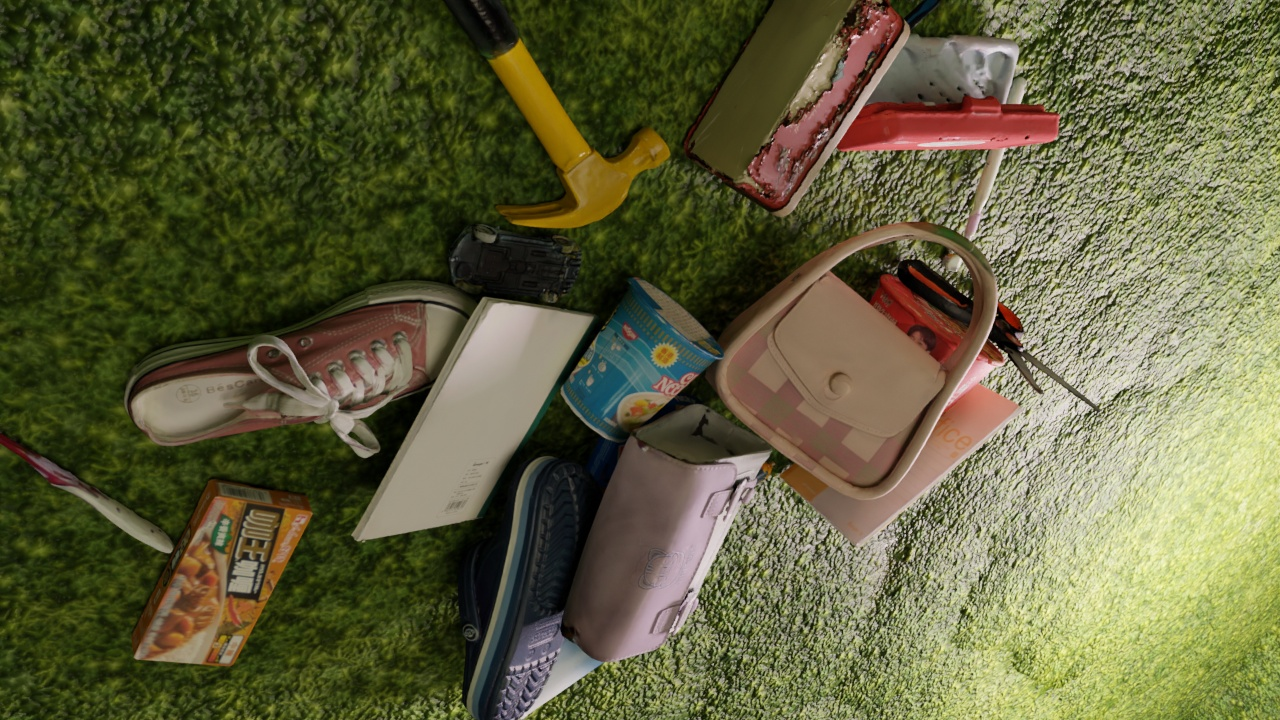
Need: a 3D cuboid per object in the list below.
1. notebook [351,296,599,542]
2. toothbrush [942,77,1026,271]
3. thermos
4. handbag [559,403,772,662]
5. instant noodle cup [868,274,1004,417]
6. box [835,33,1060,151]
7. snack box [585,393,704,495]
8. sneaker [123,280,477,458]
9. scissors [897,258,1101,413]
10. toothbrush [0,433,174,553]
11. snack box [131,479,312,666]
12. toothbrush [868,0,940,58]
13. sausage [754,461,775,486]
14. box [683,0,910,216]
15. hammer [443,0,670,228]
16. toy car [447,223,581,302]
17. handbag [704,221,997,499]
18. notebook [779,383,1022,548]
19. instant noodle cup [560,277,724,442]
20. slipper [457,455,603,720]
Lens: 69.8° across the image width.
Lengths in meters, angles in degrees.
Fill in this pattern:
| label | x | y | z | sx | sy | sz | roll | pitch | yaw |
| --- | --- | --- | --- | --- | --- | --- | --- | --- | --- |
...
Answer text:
| label | x | y | z | sx | sy | sz | roll | pitch | yaw |
| --- | --- | --- | --- | --- | --- | --- | --- | --- | --- |
| notebook | -0.121 | 0.047 | 0.708 | 0.209 | 0.012 | 0.150 | -59 | 156 | 14 |
| toothbrush | 0.330 | -0.176 | 0.881 | 0.029 | 0.020 | 0.190 | -28 | 137 | -55 |
| thermos | -0.042 | 0.260 | 0.899 | 0.220 | 0.070 | 0.070 | -32 | 131 | -10 |
| handbag | 0.019 | 0.147 | 0.778 | 0.144 | 0.098 | 0.197 | -8 | 125 | -57 |
| instant noodle cup | 0.255 | 0.000 | 0.875 | 0.137 | 0.138 | 0.109 | 16 | 117 | -38 |
| box | 0.250 | -0.228 | 0.766 | 0.201 | 0.095 | 0.100 | -8 | 98 | -26 |
| snack box | -0.007 | 0.099 | 0.842 | 0.084 | 0.026 | 0.157 | 13 | 112 | -36 |
| sneaker | -0.212 | 0.013 | 0.618 | 0.240 | 0.088 | 0.118 | -15 | 126 | -24 |
| scissors | 0.340 | -0.031 | 0.878 | 0.221 | 0.232 | 0.022 | 32 | 115 | -2 |
| toothbrush | -0.383 | 0.082 | 0.605 | 0.017 | 0.016 | 0.187 | -34 | 131 | 1 |
| snack box | -0.315 | 0.162 | 0.691 | 0.075 | 0.026 | 0.154 | 20 | 107 | -39 |
| toothbrush | 0.219 | -0.271 | 0.726 | 0.189 | 0.014 | 0.016 | -45 | 145 | -19 |
| sausage | 0.067 | 0.144 | 0.920 | 0.165 | 0.021 | 0.021 | -31 | 130 | -12 |
| box | 0.109 | -0.203 | 0.677 | 0.077 | 0.091 | 0.168 | 22 | 106 | -43 |
| hammer | -0.091 | -0.204 | 0.592 | 0.128 | 0.033 | 0.301 | -40 | 132 | -5 |
| toy car | -0.093 | -0.073 | 0.674 | 0.105 | 0.031 | 0.049 | 4 | 116 | -35 |
| handbag | 0.191 | -0.014 | 0.774 | 0.193 | 0.093 | 0.235 | 37 | 111 | -9 |
| notebook | 0.253 | 0.085 | 0.916 | 0.206 | 0.146 | 0.010 | -39 | 120 | -4 |
| instant noodle cup | -0.004 | 0.004 | 0.746 | 0.099 | 0.099 | 0.110 | 27 | 110 | -40 |
| slipper | -0.106 | 0.194 | 0.799 | 0.105 | 0.095 | 0.253 | -7 | 115 | -60 |
